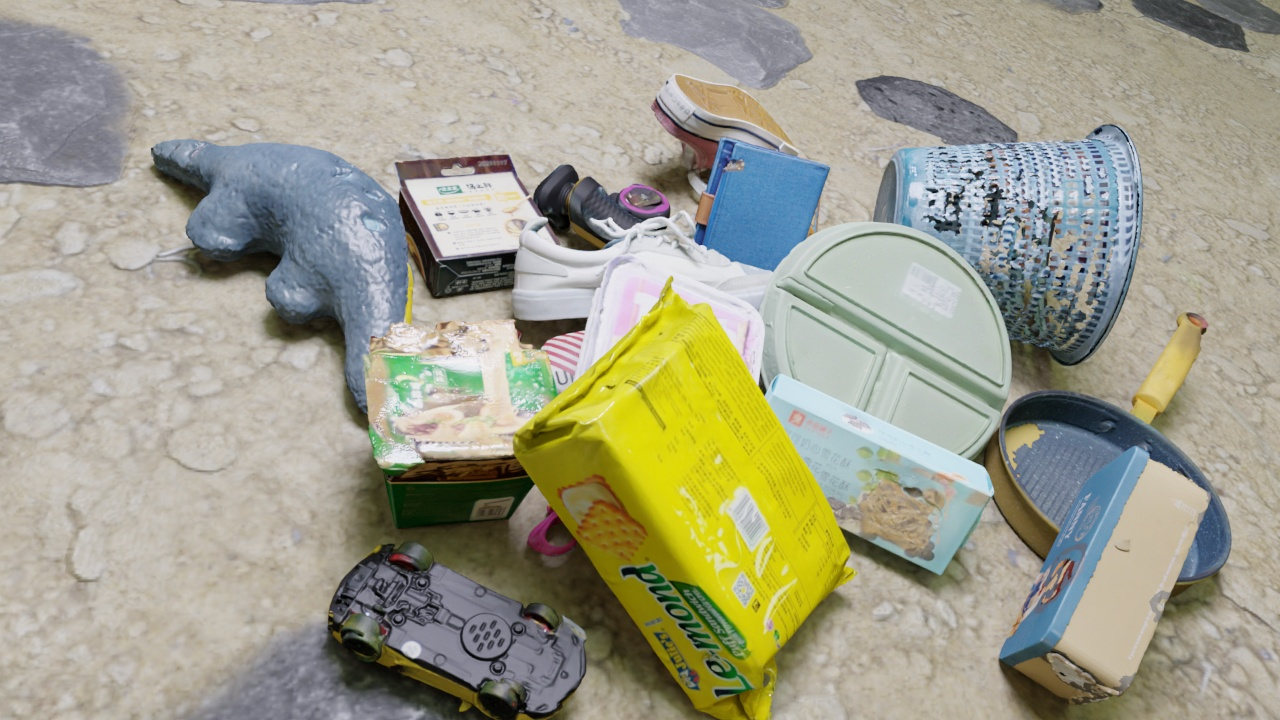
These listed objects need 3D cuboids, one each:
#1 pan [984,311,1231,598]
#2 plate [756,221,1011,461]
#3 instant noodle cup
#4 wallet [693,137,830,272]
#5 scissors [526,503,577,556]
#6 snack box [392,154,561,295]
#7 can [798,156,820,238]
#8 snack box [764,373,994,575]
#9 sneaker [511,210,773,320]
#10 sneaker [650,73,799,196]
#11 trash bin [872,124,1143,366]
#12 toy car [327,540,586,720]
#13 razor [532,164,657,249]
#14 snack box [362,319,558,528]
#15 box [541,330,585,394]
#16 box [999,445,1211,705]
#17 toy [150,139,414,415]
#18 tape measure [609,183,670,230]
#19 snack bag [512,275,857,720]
[{"bbox_3d":[0.436,0.060,0.808,0.198,0.078,0.356,36,45,17],"label":"pan"},{"bbox_3d":[0.206,-0.009,0.752,0.230,0.028,0.230,3,77,-15],"label":"plate"},{"bbox_3d":[0.011,0.024,0.665,0.138,0.060,0.173,21,62,-19],"label":"instant noodle cup"},{"bbox_3d":[0.105,-0.130,0.849,0.106,0.133,0.040,13,20,-7],"label":"wallet"},{"bbox_3d":[-0.048,0.087,0.654,0.133,0.017,0.133,32,39,10],"label":"scissors"},{"bbox_3d":[-0.146,-0.121,0.805,0.113,0.053,0.125,-11,50,-28],"label":"snack box"},{"bbox_3d":[0.154,-0.150,0.939,0.058,0.058,0.145,18,43,-1],"label":"can"},{"bbox_3d":[0.162,0.083,0.681,0.175,0.074,0.051,25,23,6],"label":"snack box"},{"bbox_3d":[0.013,-0.080,0.773,0.242,0.091,0.089,0,8,-14],"label":"sneaker"},{"bbox_3d":[0.083,-0.238,0.987,0.240,0.088,0.118,-4,56,-53],"label":"sneaker"},{"bbox_3d":[0.328,-0.117,0.875,0.195,0.227,0.226,7,42,5],"label":"trash bin"},{"bbox_3d":[-0.107,0.161,0.535,0.156,0.041,0.071,22,43,5],"label":"toy car"},{"bbox_3d":[-0.021,-0.115,0.847,0.167,0.068,0.062,35,54,3],"label":"razor"},{"bbox_3d":[-0.120,0.050,0.600,0.118,0.106,0.117,-2,48,-20],"label":"snack box"},{"bbox_3d":[-0.006,0.008,0.737,0.164,0.060,0.072,-6,70,-24],"label":"box"},{"bbox_3d":[0.323,0.144,0.636,0.062,0.090,0.183,31,64,13],"label":"box"},{"bbox_3d":[-0.266,-0.102,0.727,0.356,0.091,0.137,40,74,23],"label":"toy"},{"bbox_3d":[0.000,-0.144,0.891,0.057,0.039,0.057,-12,51,-30],"label":"tape measure"},{"bbox_3d":[0.041,0.087,0.566,0.157,0.068,0.246,-44,106,-40],"label":"snack bag"}]
